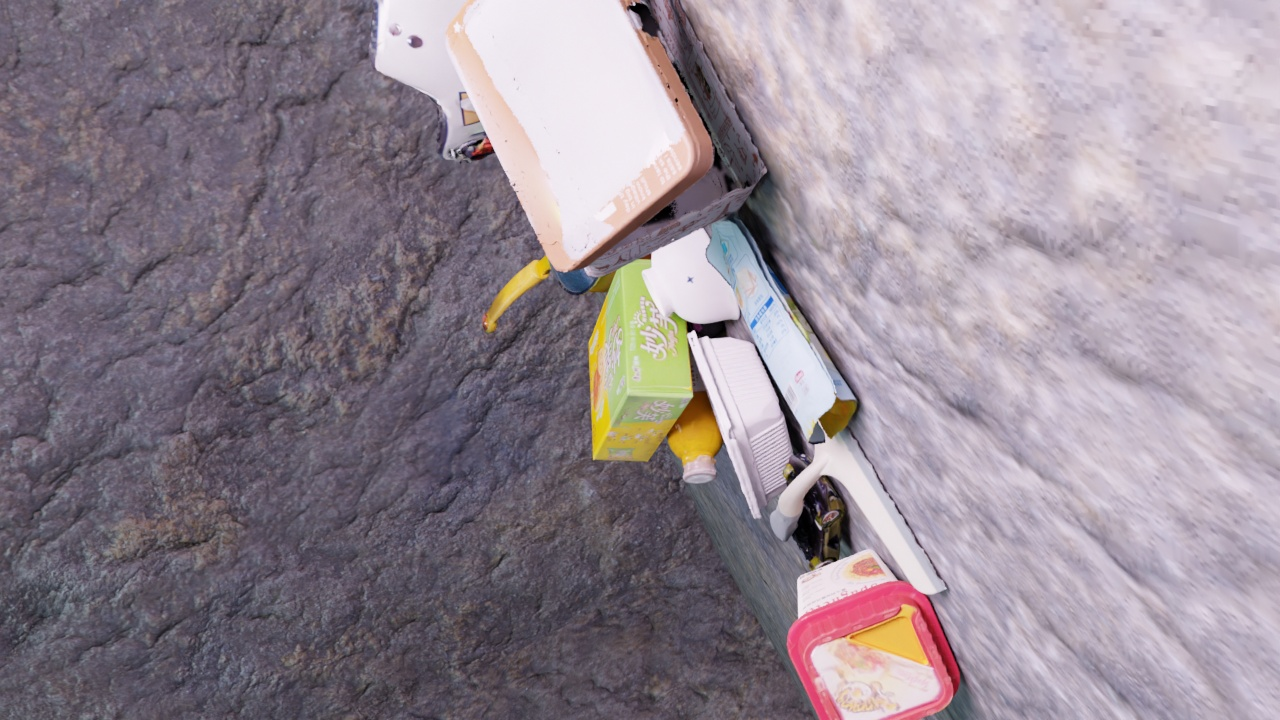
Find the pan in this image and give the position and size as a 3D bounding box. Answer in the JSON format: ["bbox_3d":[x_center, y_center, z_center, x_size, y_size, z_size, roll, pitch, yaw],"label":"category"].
[{"bbox_3d":[-0.104,-0.132,1.082,0.359,0.078,0.197,-52,47,51],"label":"pan"}]

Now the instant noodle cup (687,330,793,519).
[{"bbox_3d":[0.104,0.057,0.893,0.173,0.060,0.137,69,-178,-49],"label":"instant noodle cup"}]

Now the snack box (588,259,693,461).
[{"bbox_3d":[-0.006,0.006,1.008,0.210,0.070,0.157,117,153,-63],"label":"snack box"}]

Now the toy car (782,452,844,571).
[{"bbox_3d":[0.166,0.146,0.875,0.070,0.042,0.158,57,165,38],"label":"toy car"}]

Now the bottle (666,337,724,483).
[{"bbox_3d":[0.059,0.044,1.033,0.068,0.068,0.189,70,-165,-62],"label":"bottle"}]

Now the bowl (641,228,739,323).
[{"bbox_3d":[0.040,-0.079,0.888,0.118,0.064,0.118,63,176,7],"label":"bowl"}]

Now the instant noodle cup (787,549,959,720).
[{"bbox_3d":[0.183,0.225,0.758,0.124,0.116,0.116,-83,-31,-76],"label":"instant noodle cup"}]

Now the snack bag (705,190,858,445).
[{"bbox_3d":[0.094,-0.034,0.671,0.191,0.039,0.110,63,-178,22],"label":"snack bag"}]

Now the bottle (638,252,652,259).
[{"bbox_3d":[-0.017,-0.178,1.059,0.067,0.067,0.149,73,177,-70],"label":"bottle"}]

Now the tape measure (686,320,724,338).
[{"bbox_3d":[0.062,-0.048,0.988,0.058,0.039,0.057,63,176,1],"label":"tape measure"}]

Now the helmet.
[{"bbox_3d":[-0.107,-0.284,0.725,0.274,0.157,0.229,60,-155,-72],"label":"helmet"}]

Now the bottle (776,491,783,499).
[{"bbox_3d":[0.133,0.098,1.014,0.080,0.044,0.195,65,175,-29],"label":"bottle"}]

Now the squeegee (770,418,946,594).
[{"bbox_3d":[0.135,0.118,0.786,0.246,0.039,0.247,62,165,22],"label":"squeegee"}]

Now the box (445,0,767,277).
[{"bbox_3d":[-0.024,-0.162,0.556,0.182,0.152,0.174,63,174,3],"label":"box"}]
